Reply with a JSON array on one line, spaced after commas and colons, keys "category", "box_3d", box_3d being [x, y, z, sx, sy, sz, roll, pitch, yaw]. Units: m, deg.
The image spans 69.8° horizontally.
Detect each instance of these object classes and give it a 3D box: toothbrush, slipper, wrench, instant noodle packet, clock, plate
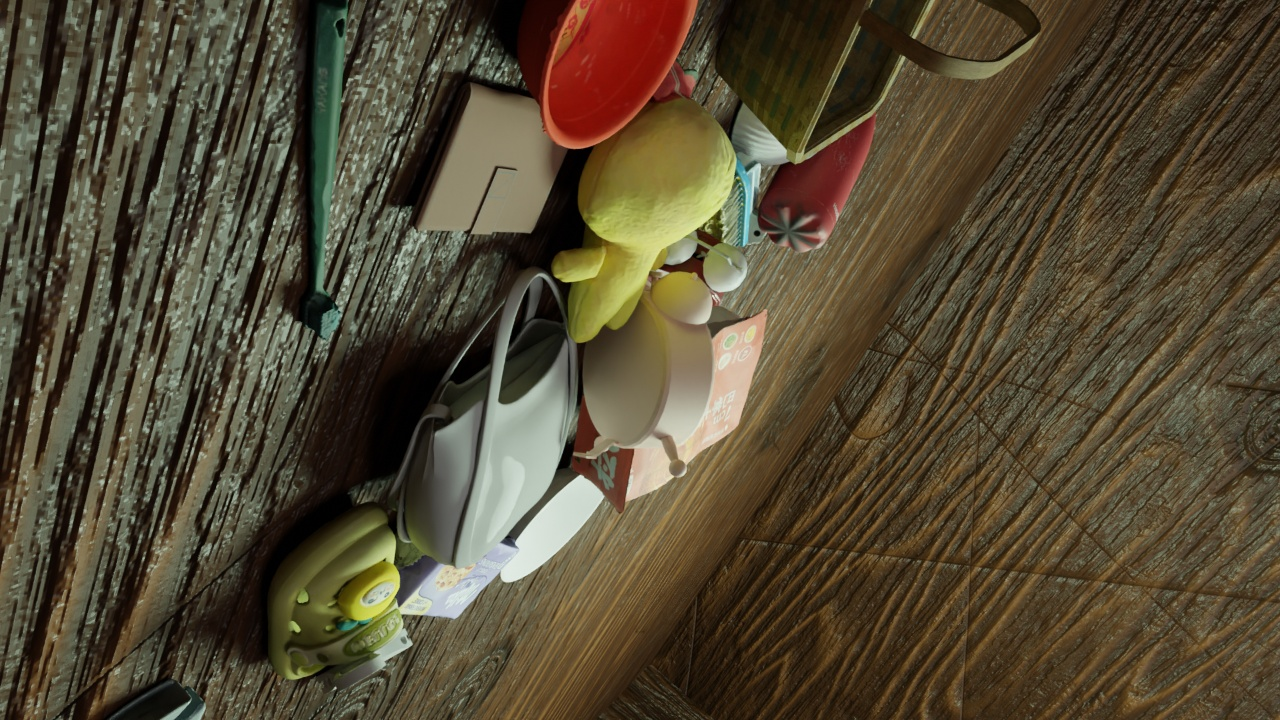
[{"category": "toothbrush", "box_3d": [-0.149, -0.080, 0.436, 0.016, 0.017, 0.190, -37, 157, -42]}, {"category": "slipper", "box_3d": [-0.224, 0.189, 0.683, 0.091, 0.081, 0.191, -29, 154, -48]}, {"category": "wrench", "box_3d": [-0.224, 0.249, 0.759, 0.086, 0.018, 0.274, -26, 173, -24]}, {"category": "instant noodle packet", "box_3d": [0.047, 0.041, 0.949, 0.220, 0.084, 0.165, -19, 132, -37]}, {"category": "clock", "box_3d": [0.042, -0.085, 0.788, 0.044, 0.087, 0.125, -64, -172, -8]}, {"category": "plate", "box_3d": [-0.102, 0.168, 1.021, 0.173, 0.036, 0.174, -43, 161, -19]}, {"category": "clock", "box_3d": [-0.004, 0.004, 0.758, 0.086, 0.131, 0.160, 11, 89, -34]}]

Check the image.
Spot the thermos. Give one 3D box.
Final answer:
[{"category": "thermos", "box_3d": [0.193, -0.218, 0.915, 0.239, 0.073, 0.073, -61, 168, -23]}]

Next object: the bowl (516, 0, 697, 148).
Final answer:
[{"category": "bowl", "box_3d": [-0.024, -0.184, 0.503, 0.130, 0.045, 0.131, -46, 162, -20]}]

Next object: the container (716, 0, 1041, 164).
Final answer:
[{"category": "container", "box_3d": [0.185, -0.262, 0.652, 0.157, 0.186, 0.251, -38, 158, -40]}]

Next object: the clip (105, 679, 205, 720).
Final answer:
[{"category": "clip", "box_3d": [-0.360, 0.288, 0.610, 0.163, 0.028, 0.106, -43, 159, -25]}]

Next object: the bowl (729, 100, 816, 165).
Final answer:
[{"category": "bowl", "box_3d": [0.141, -0.224, 0.830, 0.118, 0.062, 0.118, -46, 162, -20]}]

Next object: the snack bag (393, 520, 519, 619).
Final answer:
[{"category": "snack bag", "box_3d": [-0.175, 0.179, 0.829, 0.096, 0.058, 0.205, -46, 165, -10]}]

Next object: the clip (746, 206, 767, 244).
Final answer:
[{"category": "clip", "box_3d": [0.097, -0.142, 0.920, 0.057, 0.054, 0.102, 3, 132, -25]}]

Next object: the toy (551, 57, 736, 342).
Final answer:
[{"category": "toy", "box_3d": [0.000, -0.104, 0.653, 0.133, 0.092, 0.208, -31, 156, -55]}]

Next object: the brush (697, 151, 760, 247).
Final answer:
[{"category": "brush", "box_3d": [0.077, -0.152, 0.817, 0.075, 0.055, 0.136, -51, 163, -14]}]

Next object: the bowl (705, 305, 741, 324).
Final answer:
[{"category": "bowl", "box_3d": [0.060, -0.017, 1.034, 0.113, 0.063, 0.114, -46, 162, -20]}]

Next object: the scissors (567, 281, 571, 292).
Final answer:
[{"category": "scissors", "box_3d": [-0.012, -0.107, 0.741, 0.149, 0.019, 0.131, -38, 159, -37]}]

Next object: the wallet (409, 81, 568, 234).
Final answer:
[{"category": "wallet", "box_3d": [-0.083, -0.116, 0.545, 0.087, 0.013, 0.120, -63, 161, 18]}]

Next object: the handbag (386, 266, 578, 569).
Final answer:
[{"category": "handbag", "box_3d": [-0.104, 0.024, 0.691, 0.215, 0.095, 0.223, -45, 155, -58]}]
